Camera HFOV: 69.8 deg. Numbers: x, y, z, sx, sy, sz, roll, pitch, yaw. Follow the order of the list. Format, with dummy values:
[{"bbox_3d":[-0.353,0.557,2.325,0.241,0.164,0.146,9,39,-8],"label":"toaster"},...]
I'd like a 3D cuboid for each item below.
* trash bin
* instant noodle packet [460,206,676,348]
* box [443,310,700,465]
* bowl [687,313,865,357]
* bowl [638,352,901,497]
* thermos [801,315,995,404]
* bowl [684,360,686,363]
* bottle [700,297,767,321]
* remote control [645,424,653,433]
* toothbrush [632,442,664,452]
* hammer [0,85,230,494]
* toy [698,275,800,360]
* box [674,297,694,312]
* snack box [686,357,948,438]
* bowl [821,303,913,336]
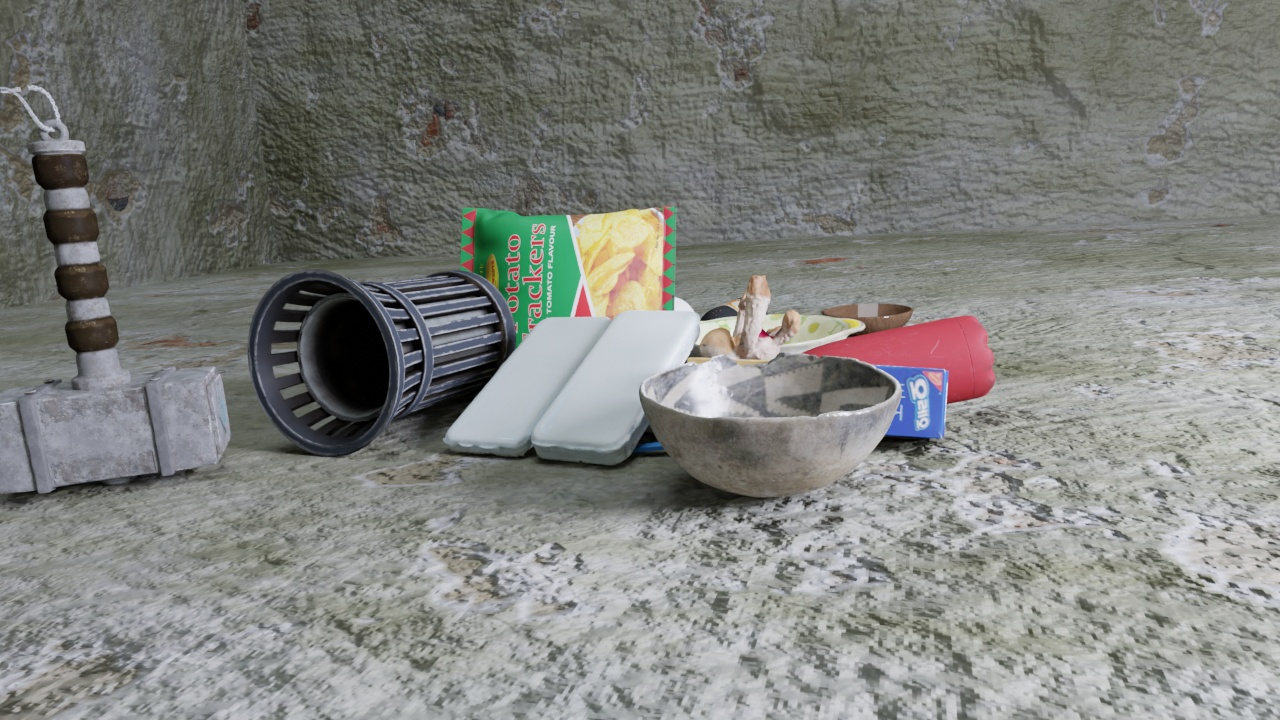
[{"bbox_3d":[-0.237,-0.014,0.904,0.164,0.164,0.227,1,9,23],"label":"trash bin"},{"bbox_3d":[-0.087,-0.081,1.060,0.253,0.195,0.090,1,-5,7],"label":"instant noodle packet"},{"bbox_3d":[-0.058,0.016,0.830,0.189,0.037,0.208,5,37,26],"label":"box"},{"bbox_3d":[0.127,-0.006,0.976,0.219,0.060,0.188,-4,12,7],"label":"bowl"},{"bbox_3d":[0.090,0.051,0.647,0.178,0.081,0.178,-4,12,1],"label":"bowl"},{"bbox_3d":[0.181,0.017,0.805,0.240,0.073,0.073,-11,11,6],"label":"thermos"},{"bbox_3d":[-0.005,0.005,0.918,0.120,0.066,0.120,-2,7,0],"label":"bowl"},{"bbox_3d":[0.103,-0.038,1.138,0.059,0.059,0.181,2,13,27],"label":"bottle"},{"bbox_3d":[0.010,0.057,0.817,0.131,0.012,0.033,5,7,39],"label":"remote control"},{"bbox_3d":[0.040,0.072,0.749,0.167,0.014,0.016,-6,8,10],"label":"toothbrush"},{"bbox_3d":[-0.455,-0.057,0.752,0.176,0.326,0.079,-7,12,-15],"label":"hammer"},{"bbox_3d":[0.091,-0.020,0.851,0.106,0.074,0.085,-46,7,-3],"label":"toy"},{"bbox_3d":[-0.002,-0.061,1.120,0.150,0.080,0.106,40,18,6],"label":"box"},{"bbox_3d":[0.140,0.029,0.746,0.207,0.056,0.057,3,-3,14],"label":"snack box"},{"bbox_3d":[0.299,-0.052,1.211,0.118,0.030,0.117,-4,11,1],"label":"bowl"}]
